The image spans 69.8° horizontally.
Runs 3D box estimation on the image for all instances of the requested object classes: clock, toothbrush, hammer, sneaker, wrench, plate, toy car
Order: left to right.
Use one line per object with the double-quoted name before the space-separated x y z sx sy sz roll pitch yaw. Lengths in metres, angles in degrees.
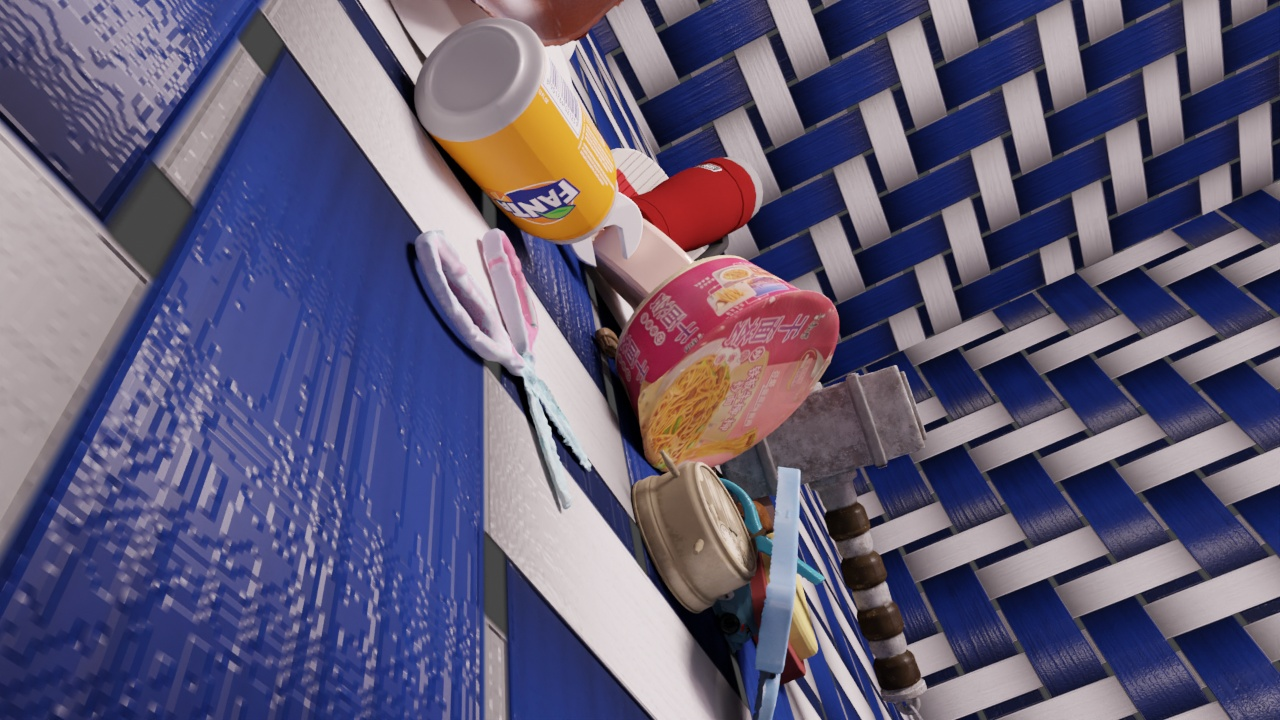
"plate" -0.104 -0.241 0.636 0.188 0.016 0.188 38 37 -37
"wrench" -0.086 -0.188 0.691 0.273 0.066 0.018 57 -6 -18
"toothbrush" -0.004 0.004 0.757 0.016 0.016 0.167 68 10 21
"clock" 0.006 -0.062 0.801 0.160 0.086 0.131 49 0 31
"sneaker" 0.009 -0.156 1.100 0.236 0.090 0.104 49 -6 -33
"clock" 0.048 0.117 0.606 0.141 0.055 0.092 44 22 -51
"toy car" 0.061 0.157 0.679 0.107 0.027 0.060 66 9 8
"hammer" 0.104 0.147 0.952 0.323 0.033 0.115 45 24 -64
"hammer" 0.191 0.175 0.802 0.079 0.177 0.326 5 67 -74

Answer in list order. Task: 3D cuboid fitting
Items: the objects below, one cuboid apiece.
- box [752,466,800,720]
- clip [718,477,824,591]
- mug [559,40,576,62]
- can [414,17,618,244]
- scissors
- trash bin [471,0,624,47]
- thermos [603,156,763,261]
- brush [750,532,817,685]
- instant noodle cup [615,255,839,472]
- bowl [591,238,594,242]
"box" 0.093 0.162 0.622 0.208 0.021 0.125 -51 144 -72
"clip" 0.080 0.158 0.761 0.120 0.104 0.027 61 4 20
"mug" -0.103 -0.291 0.779 0.082 0.082 0.106 65 8 0
"can" -0.068 -0.131 0.552 0.079 0.079 0.142 69 10 25
"scissors" -0.066 -0.008 0.455 0.173 0.014 0.170 50 20 -63
"trash bin" -0.090 -0.340 0.526 0.259 0.182 0.157 24 36 -49
"thermos" 0.051 -0.147 0.986 0.198 0.084 0.108 -32 118 -44
"brush" 0.123 0.215 0.835 0.082 0.042 0.173 63 9 -13
"instant noodle cup" 0.057 -0.004 0.698 0.077 0.178 0.178 51 0 34
"bowl" -0.064 -0.190 0.866 0.157 0.038 0.157 62 9 -19
